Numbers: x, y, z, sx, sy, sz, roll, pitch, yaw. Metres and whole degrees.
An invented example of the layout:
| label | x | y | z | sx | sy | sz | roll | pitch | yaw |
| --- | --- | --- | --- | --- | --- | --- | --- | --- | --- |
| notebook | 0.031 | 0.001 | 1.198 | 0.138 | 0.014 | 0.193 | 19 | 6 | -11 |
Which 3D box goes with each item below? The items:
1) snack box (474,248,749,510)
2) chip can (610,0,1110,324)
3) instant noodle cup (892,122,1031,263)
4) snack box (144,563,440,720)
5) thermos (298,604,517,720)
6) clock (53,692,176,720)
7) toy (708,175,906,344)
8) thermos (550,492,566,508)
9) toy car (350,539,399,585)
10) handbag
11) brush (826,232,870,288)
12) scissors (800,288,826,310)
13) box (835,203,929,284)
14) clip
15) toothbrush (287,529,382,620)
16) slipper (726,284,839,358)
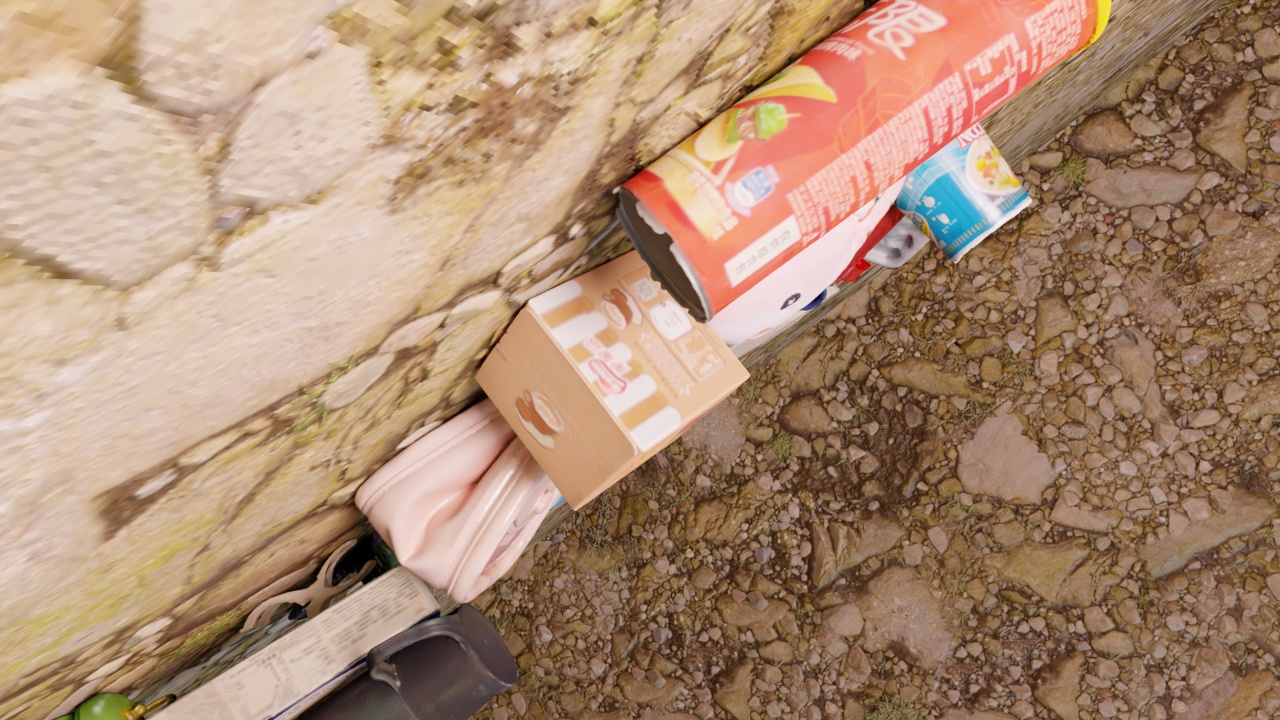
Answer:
| label | x | y | z | sx | sy | sz | roll | pitch | yaw |
| --- | --- | --- | --- | --- | --- | --- | --- | --- | --- |
| snack box | -0.016 | 0.008 | 0.489 | 0.094 | 0.093 | 0.077 | -31 | 171 | -42 |
| chip can | 0.093 | -0.104 | 0.392 | 0.216 | 0.073 | 0.073 | -37 | 173 | -5 |
| instant noodle cup | 0.227 | -0.136 | 0.684 | 0.099 | 0.110 | 0.099 | -38 | 173 | -6 |
| snack box | -0.225 | 0.223 | 0.639 | 0.177 | 0.046 | 0.183 | -31 | 163 | -22 |
| thermos | -0.196 | 0.239 | 0.563 | 0.242 | 0.068 | 0.090 | -38 | 131 | 1 |
| clock | -0.357 | 0.257 | 0.553 | 0.160 | 0.056 | 0.116 | -31 | 171 | -43 |
| toy | 0.092 | -0.066 | 0.527 | 0.160 | 0.054 | 0.121 | -44 | 168 | 16 |
| thermos | -0.094 | 0.108 | 0.862 | 0.070 | 0.070 | 0.220 | -39 | 173 | 9 |
| toy car | -0.211 | 0.170 | 0.753 | 0.036 | 0.043 | 0.091 | -32 | 171 | -40 |
| handbag | -0.063 | 0.051 | 0.626 | 0.234 | 0.093 | 0.193 | -44 | 174 | -5 |
| brush | 0.143 | -0.102 | 0.723 | 0.146 | 0.063 | 0.073 | 104 | 10 | -75 |
| scissors | 0.104 | -0.072 | 0.684 | 0.162 | 0.012 | 0.163 | 20 | 153 | -37 |
| box | 0.222 | -0.111 | 0.833 | 0.201 | 0.100 | 0.095 | 117 | -8 | -72 |
| clip | -0.252 | 0.170 | 0.674 | 0.035 | 0.087 | 0.104 | 69 | 46 | -81 |
| toothbrush | -0.237 | 0.166 | 0.729 | 0.190 | 0.014 | 0.016 | -43 | 159 | 33 |
| slipper | 0.092 | -0.030 | 0.909 | 0.114 | 0.054 | 0.275 | -29 | 177 | -30 |
